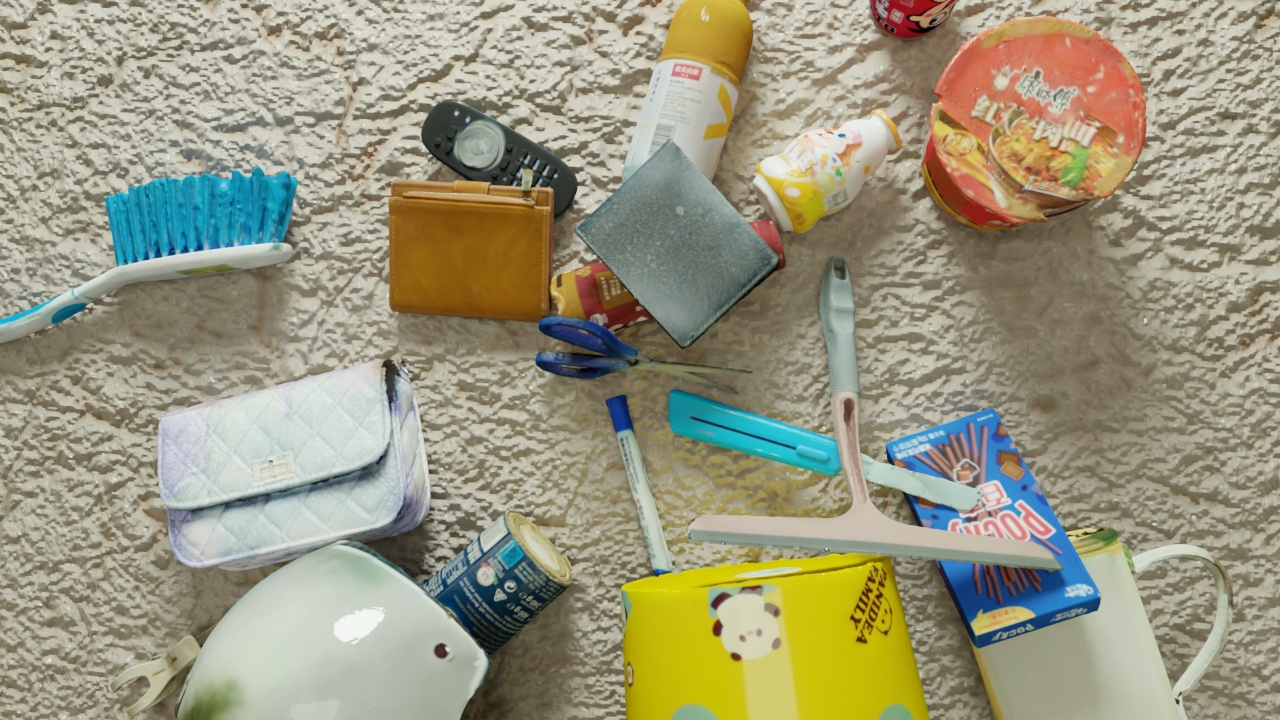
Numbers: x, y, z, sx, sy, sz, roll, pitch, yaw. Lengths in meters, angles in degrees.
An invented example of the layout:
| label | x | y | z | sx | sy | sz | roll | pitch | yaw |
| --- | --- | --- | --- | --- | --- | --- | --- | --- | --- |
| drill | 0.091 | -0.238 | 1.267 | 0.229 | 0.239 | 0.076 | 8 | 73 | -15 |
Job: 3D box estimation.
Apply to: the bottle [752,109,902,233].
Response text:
| label | x | y | z | sx | sy | sz | roll | pitch | yaw |
| --- | --- | --- | --- | --- | --- | --- | --- | --- | --- |
| bottle | 0.141 | -0.144 | 0.688 | 0.108 | 0.063 | 0.063 | -33 | 85 | 3 |

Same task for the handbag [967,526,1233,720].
| label | x | y | z | sx | sy | sz | roll | pitch | yaw |
| --- | --- | --- | --- | --- | --- | --- | --- | --- | --- |
| handbag | 0.329 | 0.201 | 0.648 | 0.179 | 0.063 | 0.163 | -18 | 84 | 10 |

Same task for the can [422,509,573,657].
| label | x | y | z | sx | sy | sz | roll | pitch | yaw |
| --- | --- | --- | --- | --- | --- | --- | --- | --- | --- |
| can | -0.114 | 0.175 | 0.691 | 0.111 | 0.075 | 0.075 | -42 | 84 | 2 |

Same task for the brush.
| label | x | y | z | sx | sy | sz | roll | pitch | yaw |
| --- | --- | --- | --- | --- | --- | --- | --- | --- | --- |
| brush | -0.428 | -0.081 | 0.749 | 0.315 | 0.060 | 0.109 | -7 | 90 | 8 |

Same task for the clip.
| label | x | y | z | sx | sy | sz | roll | pitch | yaw |
| --- | --- | --- | --- | --- | --- | --- | --- | --- | --- |
| clip | -0.375 | 0.245 | 0.731 | 0.100 | 0.071 | 0.034 | -34 | 84 | 7 |

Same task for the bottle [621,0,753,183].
| label | x | y | z | sx | sy | sz | roll | pitch | yaw |
| --- | --- | --- | --- | --- | --- | --- | --- | --- | --- |
| bottle | 0.041 | -0.208 | 0.698 | 0.068 | 0.068 | 0.189 | 17 | 89 | 6 |

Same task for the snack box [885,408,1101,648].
| label | x | y | z | sx | sy | sz | roll | pitch | yaw |
| --- | --- | --- | --- | --- | --- | --- | --- | --- | --- |
| snack box | 0.241 | 0.112 | 0.643 | 0.084 | 0.026 | 0.157 | -20 | 51 | 4 |

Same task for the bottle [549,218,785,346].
| label | x | y | z | sx | sy | sz | roll | pitch | yaw |
| --- | --- | --- | --- | --- | --- | --- | --- | --- | --- |
| bottle | 0.022 | -0.063 | 0.698 | 0.175 | 0.057 | 0.057 | -18 | 85 | 4 |

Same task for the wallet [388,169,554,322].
| label | x | y | z | sx | sy | sz | roll | pitch | yaw |
| --- | --- | --- | --- | --- | --- | --- | --- | --- | --- |
| wallet | -0.132 | -0.091 | 0.716 | 0.131 | 0.035 | 0.119 | 5 | 102 | 7 |

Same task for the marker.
| label | x | y | z | sx | sy | sz | roll | pitch | yaw |
| --- | --- | --- | --- | --- | --- | --- | --- | --- | --- |
| marker | 0.000 | 0.098 | 0.713 | 0.017 | 0.017 | 0.145 | -16 | 86 | 4 |

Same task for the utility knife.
| label | x | y | z | sx | sy | sz | roll | pitch | yaw |
| --- | --- | --- | --- | --- | --- | --- | --- | --- | --- |
| utility knife | 0.129 | 0.067 | 0.674 | 0.238 | 0.018 | 0.034 | 15 | 89 | 20 |

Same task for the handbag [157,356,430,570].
| label | x | y | z | sx | sy | sz | roll | pitch | yaw |
| --- | --- | --- | --- | --- | --- | --- | --- | --- | --- |
| handbag | -0.265 | 0.082 | 0.707 | 0.194 | 0.075 | 0.134 | -14 | 73 | 3 |

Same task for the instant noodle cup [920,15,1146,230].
| label | x | y | z | sx | sy | sz | roll | pitch | yaw |
| --- | --- | --- | --- | --- | --- | --- | --- | --- | --- |
| instant noodle cup | 0.265 | -0.158 | 0.653 | 0.138 | 0.108 | 0.138 | 0 | 87 | 6 |

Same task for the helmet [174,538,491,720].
| label | x | y | z | sx | sy | sz | roll | pitch | yaw |
| --- | --- | --- | --- | --- | --- | --- | --- | --- | --- |
| helmet | -0.219 | 0.265 | 0.610 | 0.230 | 0.156 | 0.274 | 19 | 109 | 40 |

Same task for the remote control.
| label | x | y | z | sx | sy | sz | roll | pitch | yaw |
| --- | --- | --- | --- | --- | --- | --- | --- | --- | --- |
| remote control | -0.111 | -0.159 | 0.732 | 0.136 | 0.024 | 0.053 | 31 | 97 | 5 |

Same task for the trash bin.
| label | x | y | z | sx | sy | sz | roll | pitch | yaw |
| --- | --- | --- | --- | --- | --- | --- | --- | --- | --- |
| trash bin | 0.091 | 0.266 | 0.602 | 0.230 | 0.229 | 0.255 | -8 | 80 | 5 |

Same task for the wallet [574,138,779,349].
| label | x | y | z | sx | sy | sz | roll | pitch | yaw |
| --- | --- | --- | --- | --- | --- | --- | --- | --- | --- |
| wallet | 0.027 | -0.082 | 0.658 | 0.097 | 0.019 | 0.121 | -42 | 94 | 5 |

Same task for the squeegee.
| label | x | y | z | sx | sy | sz | roll | pitch | yaw |
| --- | --- | --- | --- | --- | --- | --- | --- | --- | --- |
| squeegee | 0.149 | 0.030 | 0.653 | 0.247 | 0.040 | 0.249 | 6 | 56 | -7 |

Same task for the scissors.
| label | x | y | z | sx | sy | sz | roll | pitch | yaw |
| --- | --- | --- | --- | --- | --- | --- | --- | --- | --- |
| scissors | -0.007 | -0.002 | 0.684 | 0.163 | 0.164 | 0.012 | -6 | 63 | 31 |

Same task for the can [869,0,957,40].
| label | x | y | z | sx | sy | sz | roll | pitch | yaw |
| --- | --- | --- | --- | --- | --- | --- | --- | --- | --- |
| can | 0.205 | -0.282 | 0.673 | 0.066 | 0.094 | 0.066 | 0 | 87 | 5 |
